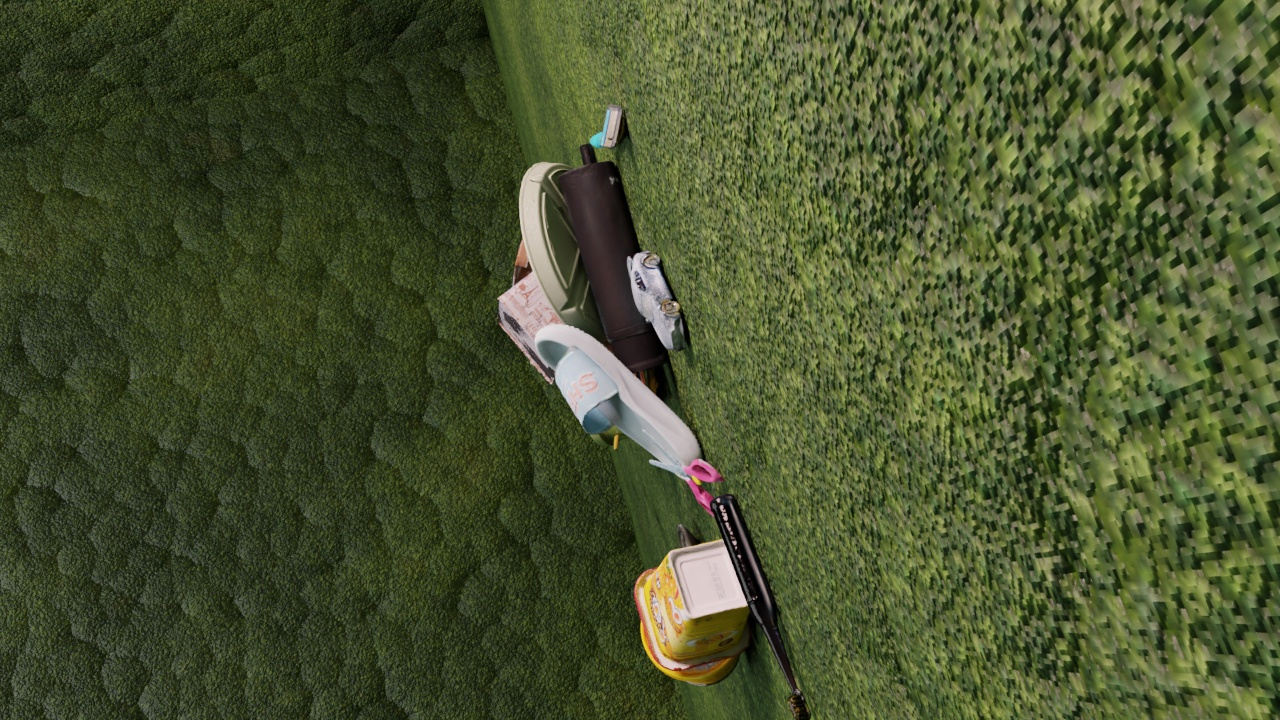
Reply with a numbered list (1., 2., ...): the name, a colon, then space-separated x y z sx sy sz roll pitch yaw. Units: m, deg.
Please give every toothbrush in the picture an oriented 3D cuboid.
1. toothbrush: 0.108 0.219 0.827 0.027 0.026 0.212 22 -140 -46

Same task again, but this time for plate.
1. plate: 0.088 0.310 1.263 0.179 0.024 0.179 162 91 -84
2. plate: -0.072 -0.134 1.113 0.230 0.028 0.229 44 -142 -49

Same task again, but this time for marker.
1. marker: -0.057 -0.230 1.244 0.022 0.020 0.132 -20 83 59

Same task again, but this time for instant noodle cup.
1. instant noodle cup: 0.064 0.255 0.981 0.124 0.116 0.116 104 153 -54
2. instant noodle cup: 0.068 0.329 1.091 0.114 0.118 0.118 70 180 -58

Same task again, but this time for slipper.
1. slipper: -0.033 0.057 1.046 0.245 0.074 0.104 41 159 12

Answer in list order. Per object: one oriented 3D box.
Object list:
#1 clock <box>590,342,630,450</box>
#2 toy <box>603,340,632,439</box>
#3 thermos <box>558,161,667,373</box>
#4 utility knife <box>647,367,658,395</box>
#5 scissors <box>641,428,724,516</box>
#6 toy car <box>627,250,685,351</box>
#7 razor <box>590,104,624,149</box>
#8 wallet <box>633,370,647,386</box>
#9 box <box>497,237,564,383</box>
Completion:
1. clock: -0.036 0.044 1.292 0.116 0.056 0.161 -4 -95 -68
2. toy: -0.054 0.021 1.432 0.226 0.082 0.143 64 163 -10
3. thermos: -0.029 -0.106 1.081 0.090 0.068 0.242 -37 -69 -82
4. utility knife: 0.014 0.031 1.243 0.208 0.021 0.031 73 178 -71
5. scissors: 0.050 0.123 0.968 0.133 0.017 0.131 6 134 57
6. toy car: 0.016 -0.059 0.928 0.054 0.036 0.120 82 168 -49
7. razor: -0.036 -0.237 0.968 0.132 0.028 0.043 -151 68 -77
8. wallet: -0.007 0.007 1.207 0.131 0.035 0.119 93 163 -86
9. box: -0.144 -0.103 1.298 0.179 0.132 0.271 135 124 -78
